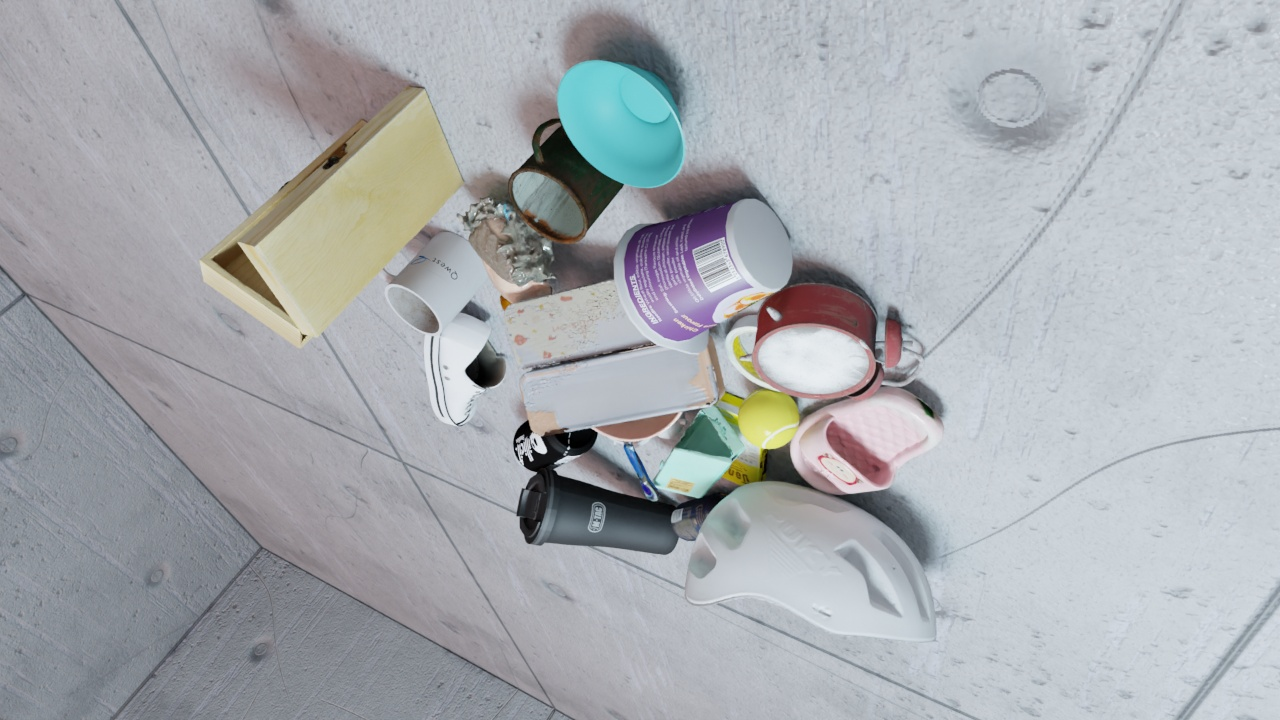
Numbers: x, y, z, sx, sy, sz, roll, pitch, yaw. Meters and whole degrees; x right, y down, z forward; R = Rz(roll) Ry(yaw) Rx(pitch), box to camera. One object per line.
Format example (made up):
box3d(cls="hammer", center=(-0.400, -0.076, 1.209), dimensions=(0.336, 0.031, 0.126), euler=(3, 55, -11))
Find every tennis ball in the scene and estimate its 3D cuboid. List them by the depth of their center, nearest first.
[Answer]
box3d(cls="tennis ball", center=(0.137, 0.062, 0.980), dimensions=(0.065, 0.065, 0.065), euler=(25, 148, 17))

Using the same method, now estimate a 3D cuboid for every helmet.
box3d(cls="helmet", center=(0.199, 0.244, 1.039), dimensions=(0.282, 0.184, 0.224), euler=(27, -173, 25))

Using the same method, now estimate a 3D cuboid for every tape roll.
box3d(cls="tape roll", center=(0.132, -0.007, 0.936), dimensions=(0.094, 0.019, 0.094), euler=(25, 147, 17))

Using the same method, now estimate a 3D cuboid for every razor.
box3d(cls="razor", center=(-0.005, 0.118, 1.108), dimensions=(0.044, 0.018, 0.141), euler=(2, 125, 39))

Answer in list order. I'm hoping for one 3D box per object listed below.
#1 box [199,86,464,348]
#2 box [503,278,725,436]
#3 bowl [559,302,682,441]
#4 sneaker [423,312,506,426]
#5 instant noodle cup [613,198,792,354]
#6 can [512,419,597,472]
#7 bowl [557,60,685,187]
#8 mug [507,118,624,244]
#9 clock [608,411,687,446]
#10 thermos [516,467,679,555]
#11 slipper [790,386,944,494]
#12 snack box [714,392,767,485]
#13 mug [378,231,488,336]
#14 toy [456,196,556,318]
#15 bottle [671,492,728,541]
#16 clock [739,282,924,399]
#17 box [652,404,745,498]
box3d(cls="box", center=(-0.303, -0.145, 0.944), dimensions=(0.142, 0.247, 0.185), euler=(47, 148, -20))
box3d(cls="box", center=(-0.030, -0.010, 0.949), dimensions=(0.217, 0.043, 0.151), euler=(-11, 93, 20))
box3d(cls="bowl", center=(-0.006, 0.006, 1.003), dimensions=(0.153, 0.076, 0.153), euler=(3, 100, 18))
box3d(cls="sneaker", center=(-0.231, 0.016, 1.267), dimensions=(0.097, 0.091, 0.246), euler=(16, 145, 3))
box3d(cls="instant noodle cup", center=(0.066, -0.078, 0.819), dimensions=(0.122, 0.121, 0.137), euler=(-19, 112, 43))
box3d(cls="can", center=(-0.121, 0.107, 1.277), dimensions=(0.080, 0.080, 0.146), euler=(41, 149, -10))
box3d(cls="bowl", center=(-0.006, -0.207, 0.766), dimensions=(0.121, 0.046, 0.121), euler=(25, 148, 17))
box3d(cls="mug", center=(-0.067, -0.175, 0.836), dimensions=(0.085, 0.081, 0.111), euler=(17, 145, 28))
box3d(cls="clock", center=(-0.004, 0.047, 1.110), dimensions=(0.120, 0.060, 0.160), euler=(46, 143, -15))
box3d(cls="thermos", center=(-0.056, 0.221, 1.291), dimensions=(0.218, 0.105, 0.106), euler=(14, 155, -20))
box3d(cls="slipper", center=(0.224, 0.088, 0.942), dimensions=(0.107, 0.055, 0.222), euler=(38, 150, -1))
box3d(cls="snack box", center=(0.119, 0.099, 1.087), dimensions=(0.061, 0.025, 0.149), euler=(23, 147, 21))
box3d(cls="mug", center=(-0.259, -0.102, 1.107), dimensions=(0.119, 0.096, 0.083), euler=(32, 149, 6))
box3d(cls="toy", center=(-0.133, -0.103, 1.004), dimensions=(0.132, 0.076, 0.176), euler=(47, 155, 29))
box3d(cls="bottle", center=(0.100, 0.206, 1.223), dimensions=(0.056, 0.056, 0.161), euler=(42, 149, -12))
box3d(cls="clock", center=(0.179, -0.015, 0.839), dimensions=(0.157, 0.061, 0.110), euler=(16, 143, -3))
box3d(cls="box", center=(0.057, 0.126, 1.088), dimensions=(0.077, 0.079, 0.189), euler=(54, 161, 11))
